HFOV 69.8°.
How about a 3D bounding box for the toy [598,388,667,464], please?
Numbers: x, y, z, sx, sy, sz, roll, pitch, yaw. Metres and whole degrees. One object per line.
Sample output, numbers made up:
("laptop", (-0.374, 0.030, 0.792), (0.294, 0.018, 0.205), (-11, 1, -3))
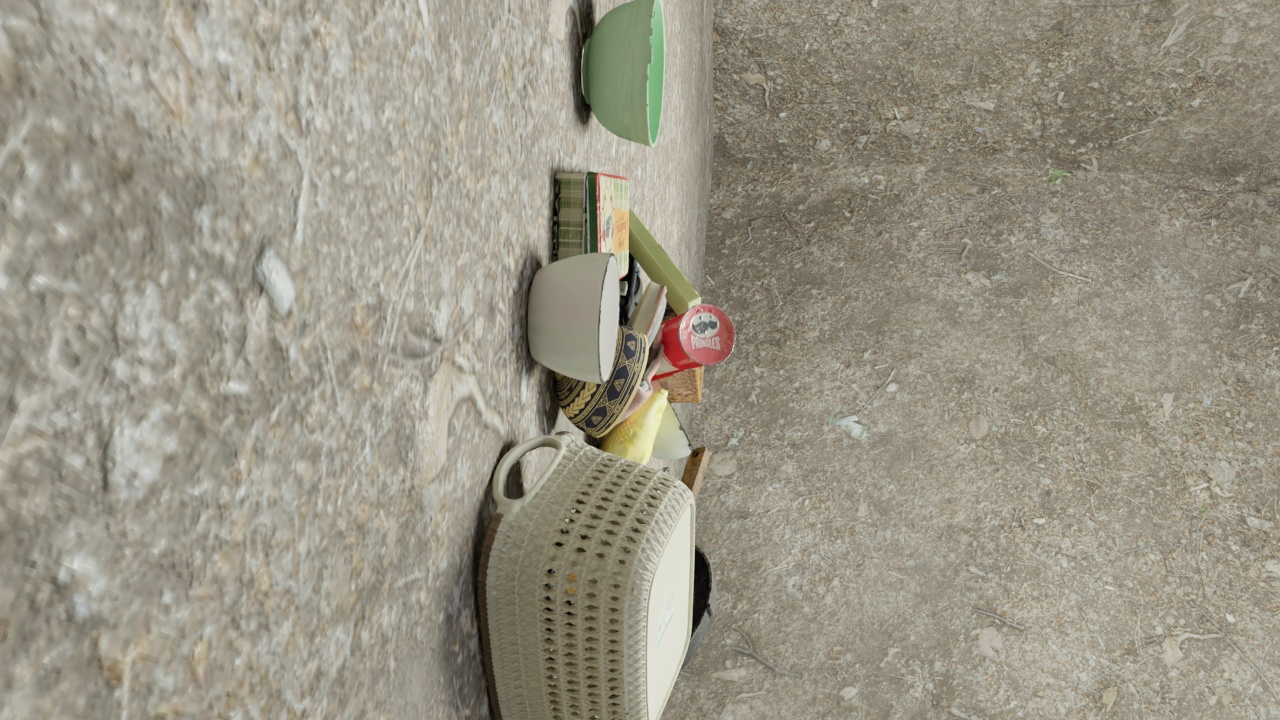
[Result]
("toy", (-0.013, 0.104, 1.175), (0.154, 0.064, 0.170), (-56, 175, -7))

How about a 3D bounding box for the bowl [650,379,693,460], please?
("bowl", (0.014, 0.081, 1.340), (0.153, 0.073, 0.153), (151, -87, -89))

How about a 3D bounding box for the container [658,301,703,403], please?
("container", (0.043, -0.017, 1.498), (0.198, 0.114, 0.113), (-75, 163, -66))

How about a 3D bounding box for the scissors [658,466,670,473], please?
("scissors", (-0.016, 0.156, 1.137), (0.014, 0.095, 0.170), (-52, -175, 33))

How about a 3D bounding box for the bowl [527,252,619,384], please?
("bowl", (-0.058, -0.039, 0.805), (0.116, 0.066, 0.116), (5, 88, -84))

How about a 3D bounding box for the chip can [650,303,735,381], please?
("chip can", (0.032, -0.013, 1.156), (0.233, 0.073, 0.073), (160, -63, -65))

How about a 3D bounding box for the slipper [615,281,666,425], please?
("slipper", (-0.006, 0.006, 1.050), (0.275, 0.054, 0.114), (116, -6, -61))

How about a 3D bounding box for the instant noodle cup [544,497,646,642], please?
("instant noodle cup", (-0.030, 0.209, 0.958), (0.112, 0.137, 0.137), (-101, -168, -73))

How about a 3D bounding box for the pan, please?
("pan", (0.026, 0.231, 1.030), (0.040, 0.208, 0.355), (50, 43, -22))

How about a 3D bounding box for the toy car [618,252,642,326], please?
("toy car", (-0.014, -0.099, 1.292), (0.046, 0.034, 0.112), (82, 13, -60))

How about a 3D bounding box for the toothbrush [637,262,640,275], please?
("toothbrush", (-0.008, -0.139, 1.411), (0.189, 0.016, 0.017), (88, 19, -45))

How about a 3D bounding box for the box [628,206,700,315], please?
("box", (0.032, -0.114, 1.206), (0.187, 0.044, 0.141), (54, 7, 24))

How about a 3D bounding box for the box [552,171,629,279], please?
("box", (-0.046, -0.135, 0.942), (0.205, 0.050, 0.118), (-54, 148, -80))

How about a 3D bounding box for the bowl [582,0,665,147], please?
("bowl", (-0.018, -0.302, 0.963), (0.151, 0.077, 0.151), (5, 88, -84))

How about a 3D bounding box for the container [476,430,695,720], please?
("container", (-0.040, 0.191, 0.753), (0.184, 0.143, 0.247), (-55, 150, -52))

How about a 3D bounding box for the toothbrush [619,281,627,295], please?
("toothbrush", (-0.038, -0.041, 1.208), (0.016, 0.016, 0.180), (86, 11, -50))

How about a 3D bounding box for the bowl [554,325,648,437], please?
("bowl", (-0.048, 0.012, 0.895), (0.113, 0.061, 0.112), (-52, -158, 31))
